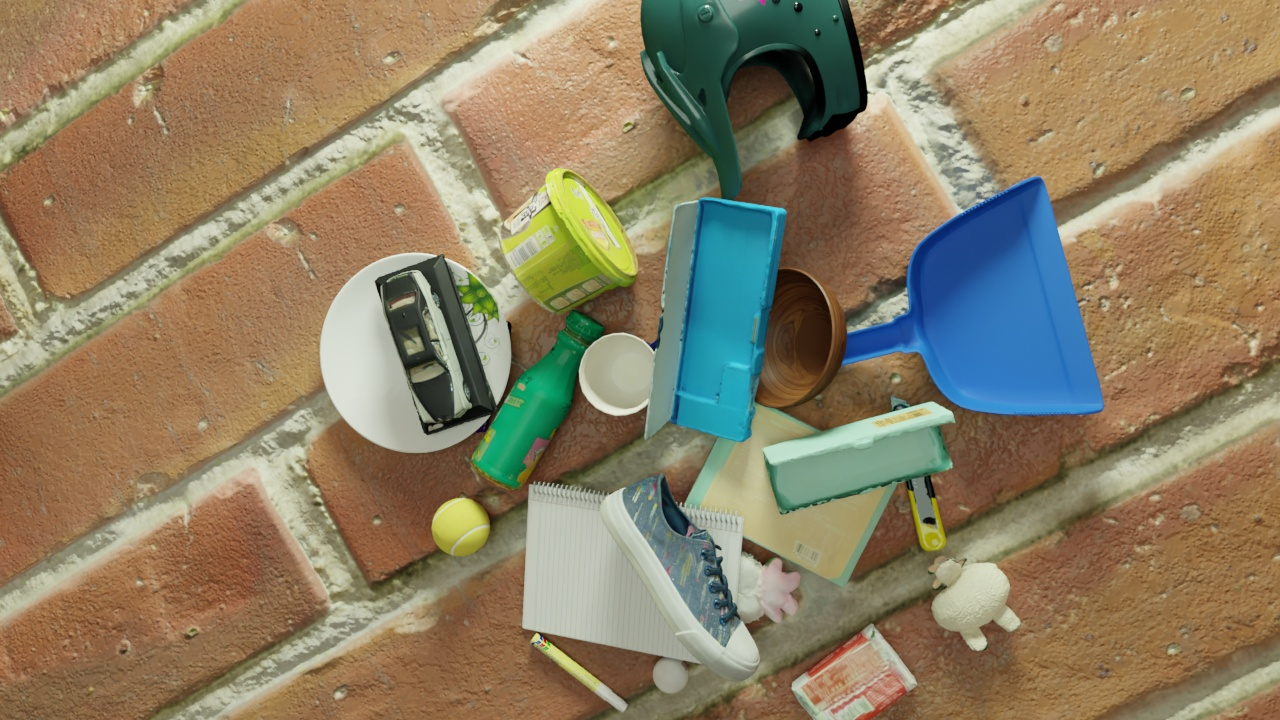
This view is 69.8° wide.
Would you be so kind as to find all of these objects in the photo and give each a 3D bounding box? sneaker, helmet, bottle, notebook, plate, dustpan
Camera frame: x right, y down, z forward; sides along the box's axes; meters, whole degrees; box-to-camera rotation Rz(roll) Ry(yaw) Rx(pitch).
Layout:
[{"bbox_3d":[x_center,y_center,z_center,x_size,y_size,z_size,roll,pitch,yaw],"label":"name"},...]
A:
[{"bbox_3d":[0.055,0.220,0.946,0.079,0.087,0.235,-39,84,17],"label":"sneaker"},{"bbox_3d":[0.103,-0.317,0.942,0.200,0.176,0.275,-21,102,3],"label":"helmet"},{"bbox_3d":[-0.110,0.042,1.026,0.068,0.068,0.210,32,95,6],"label":"bottle"},{"bbox_3d":[-0.014,0.236,1.018,0.246,0.013,0.178,6,99,16],"label":"notebook"},{"bbox_3d":[-0.258,-0.009,1.065,0.229,0.030,0.229,0,91,8],"label":"plate"},{"bbox_3d":[0.318,-0.037,0.966,0.258,0.059,0.245,-15,87,27],"label":"dustpan"}]

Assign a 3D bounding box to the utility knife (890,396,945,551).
[{"bbox_3d":[0.299,0.121,0.994,0.029,0.020,0.172,-14,88,6],"label":"utility knife"}]

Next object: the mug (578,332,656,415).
[{"bbox_3d":[-0.006,0.006,1.000,0.112,0.089,0.085,-40,85,7],"label":"mug"}]

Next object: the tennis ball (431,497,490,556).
[{"bbox_3d":[-0.204,0.189,1.044,0.065,0.065,0.065,0,91,8],"label":"tennis ball"}]

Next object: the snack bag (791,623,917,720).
[{"bbox_3d":[0.232,0.352,0.998,0.116,0.036,0.077,-40,85,7],"label":"snack bag"}]

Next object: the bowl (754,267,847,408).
[{"bbox_3d":[0.169,-0.021,0.974,0.148,0.068,0.147,-8,79,51],"label":"bowl"}]

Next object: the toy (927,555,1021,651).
[{"bbox_3d":[0.348,0.250,0.973,0.087,0.050,0.112,-41,82,6],"label":"toy"}]

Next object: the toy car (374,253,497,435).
[{"bbox_3d":[-0.237,-0.017,1.012,0.094,0.071,0.191,-18,90,10],"label":"toy car"}]

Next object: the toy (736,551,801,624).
[{"bbox_3d":[0.123,0.251,1.006,0.109,0.041,0.096,-2,96,20],"label":"toy"}]

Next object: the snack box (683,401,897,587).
[{"bbox_3d":[0.165,0.139,1.000,0.193,0.044,0.141,26,94,7],"label":"snack box"}]

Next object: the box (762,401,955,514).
[{"bbox_3d":[0.222,0.098,0.927,0.188,0.093,0.077,-15,83,3],"label":"box"}]

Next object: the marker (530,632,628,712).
[{"bbox_3d":[-0.071,0.359,1.053,0.132,0.014,0.014,36,95,6],"label":"marker"}]

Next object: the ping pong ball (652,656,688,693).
[{"bbox_3d":[0.034,0.351,1.024,0.040,0.040,0.040,0,91,8],"label":"ping pong ball"}]

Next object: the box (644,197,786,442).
[{"bbox_3d":[0.067,-0.035,0.919,0.094,0.115,0.244,14,107,26],"label":"box"}]

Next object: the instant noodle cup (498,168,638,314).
[{"bbox_3d":[-0.080,-0.122,0.988,0.098,0.146,0.146,-33,86,18],"label":"instant noodle cup"}]

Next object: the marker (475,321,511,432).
[{"bbox_3d":[-0.170,0.020,1.060,0.018,0.015,0.134,18,94,27],"label":"marker"}]
